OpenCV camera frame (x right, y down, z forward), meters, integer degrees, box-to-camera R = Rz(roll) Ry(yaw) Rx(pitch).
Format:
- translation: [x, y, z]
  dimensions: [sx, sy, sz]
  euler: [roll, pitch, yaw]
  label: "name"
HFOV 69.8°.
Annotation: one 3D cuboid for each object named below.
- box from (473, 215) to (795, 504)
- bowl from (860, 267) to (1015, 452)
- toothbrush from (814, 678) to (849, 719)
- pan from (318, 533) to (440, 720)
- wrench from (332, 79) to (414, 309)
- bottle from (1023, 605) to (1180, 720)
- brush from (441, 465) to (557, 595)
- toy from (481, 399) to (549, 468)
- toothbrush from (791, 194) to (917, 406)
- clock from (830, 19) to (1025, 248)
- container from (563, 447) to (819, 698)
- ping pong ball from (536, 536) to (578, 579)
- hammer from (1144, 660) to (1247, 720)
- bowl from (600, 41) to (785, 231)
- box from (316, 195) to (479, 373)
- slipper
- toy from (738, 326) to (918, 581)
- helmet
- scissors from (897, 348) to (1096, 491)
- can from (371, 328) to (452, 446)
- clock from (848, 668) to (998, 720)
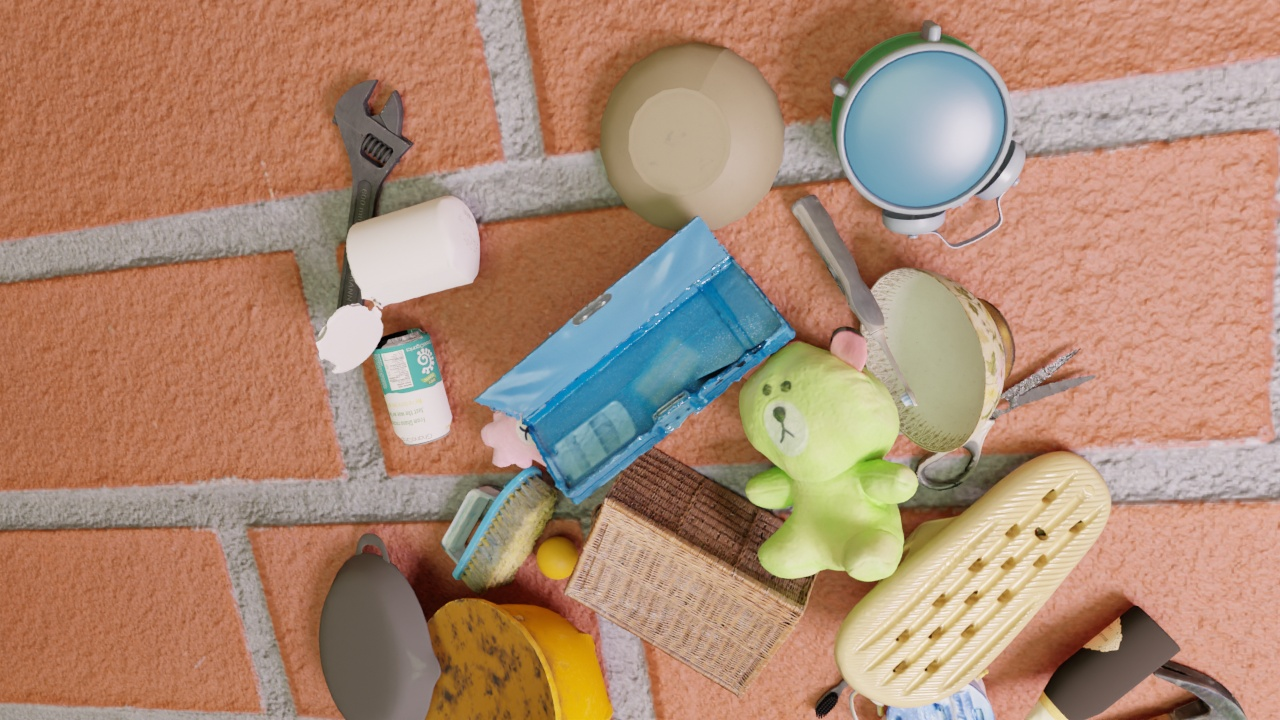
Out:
- translation: [-0.005, 0.003, 0.724]
  dimensions: [0.232, 0.112, 0.094]
  euler: [-38, 61, 9]
  label: "box"
- translation: [0.235, -0.007, 0.700]
  dimensions: [0.063, 0.145, 0.145]
  euler: [-16, 104, -19]
  label: "bowl"
- translation: [0.210, 0.267, 0.832]
  dimensions: [0.013, 0.013, 0.168]
  euler: [36, 109, 3]
  label: "toothbrush"
- translation: [-0.272, 0.353, 0.918]
  dimensions: [0.217, 0.024, 0.354]
  euler: [-1, 91, 42]
  label: "pan"
- translation: [-0.259, -0.120, 0.846]
  dimensions: [0.073, 0.018, 0.274]
  euler: [15, 111, 1]
  label: "wrench"
- translation: [0.353, 0.278, 0.755]
  dimensions: [0.185, 0.045, 0.045]
  euler: [-44, 91, 9]
  label: "bottle"
- translation: [-0.135, 0.150, 0.873]
  dimensions: [0.075, 0.055, 0.136]
  euler: [42, 114, 24]
  label: "brush"
- translation: [-0.098, 0.062, 0.833]
  dimensions: [0.096, 0.052, 0.099]
  euler: [-25, 93, 6]
  label: "toy"
- translation: [0.170, -0.047, 0.714]
  dimensions: [0.024, 0.022, 0.185]
  euler: [-30, 78, 16]
  label: "toothbrush"
- translation: [0.214, -0.158, 0.678]
  dimensions: [0.122, 0.075, 0.161]
  euler: [-28, 109, 20]
  label: "clock"
- translation: [0.046, 0.180, 0.798]
  dimensions: [0.198, 0.113, 0.113]
  euler: [30, 116, 7]
  label: "container"
- translation: [-0.079, 0.188, 0.873]
  dimensions: [0.040, 0.040, 0.040]
  euler: [4, 107, 14]
  label: "ping pong ball"
- translation: [0.354, 0.355, 0.807]
  dimensions: [0.331, 0.033, 0.132]
  euler: [-27, 99, 21]
  label: "hammer"
- translation: [0.036, -0.174, 0.730]
  dimensions: [0.152, 0.050, 0.152]
  euler: [4, 107, 14]
  label: "bowl"
- translation: [-0.211, -0.065, 0.793]
  dimensions: [0.147, 0.084, 0.136]
  euler: [-12, 74, 13]
  label: "box"
- translation: [0.269, 0.176, 0.757]
  dimensions: [0.261, 0.079, 0.111]
  euler: [-44, 94, 3]
  label: "slipper"
- translation: [0.150, 0.075, 0.735]
  dimensions: [0.150, 0.107, 0.196]
  euler: [-13, 70, 46]
  label: "toy"
- translation: [-0.110, 0.322, 0.869]
  dimensions: [0.256, 0.131, 0.205]
  euler: [-34, 66, 41]
  label: "helmet"
- translation: [0.281, 0.049, 0.747]
  dimensions: [0.165, 0.012, 0.150]
  euler: [5, 108, 14]
  label: "scissors"
- translation: [-0.212, 0.024, 0.855]
  dimensions: [0.055, 0.054, 0.101]
  euler: [-9, 103, 18]
  label: "can"
- translation: [0.248, 0.306, 0.810]
  dimensions: [0.125, 0.051, 0.089]
  euler: [-12, 103, 18]
  label: "clock"
